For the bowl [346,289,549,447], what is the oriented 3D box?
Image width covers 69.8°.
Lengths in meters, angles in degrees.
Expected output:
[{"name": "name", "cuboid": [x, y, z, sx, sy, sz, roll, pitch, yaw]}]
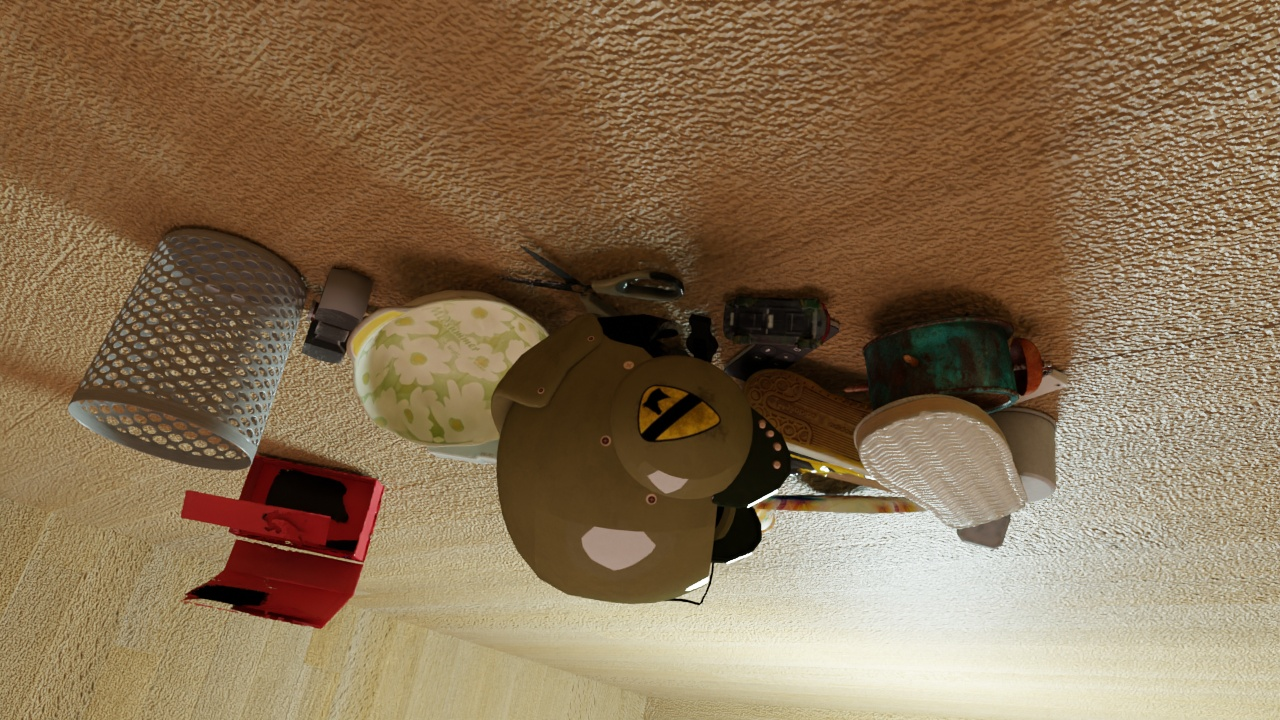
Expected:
[{"name": "bowl", "cuboid": [-0.176, -0.002, 0.875, 0.189, 0.060, 0.219, -41, 132, 20]}]

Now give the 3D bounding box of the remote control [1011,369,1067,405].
[{"name": "remote control", "cuboid": [0.321, 0.030, 0.848, 0.050, 0.011, 0.136, 22, 152, -21]}]

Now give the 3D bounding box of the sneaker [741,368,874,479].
[{"name": "sneaker", "cuboid": [0.195, 0.079, 0.900, 0.238, 0.086, 0.122, 17, 159, -7]}]

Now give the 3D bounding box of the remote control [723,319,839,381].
[{"name": "remote control", "cuboid": [0.127, -0.010, 0.849, 0.045, 0.008, 0.147, 19, 153, -15]}]

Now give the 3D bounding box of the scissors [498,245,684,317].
[{"name": "scissors", "cuboid": [-0.040, -0.058, 0.813, 0.170, 0.012, 0.157, 3, 152, 16]}]

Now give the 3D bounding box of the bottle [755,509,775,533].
[{"name": "bottle", "cuboid": [0.141, 0.189, 1.181, 0.063, 0.063, 0.109, -2, 151, 25]}]

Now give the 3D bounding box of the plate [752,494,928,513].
[{"name": "plate", "cuboid": [0.234, 0.168, 1.084, 0.187, 0.016, 0.186, -6, 170, 43]}]

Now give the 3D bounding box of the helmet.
[{"name": "helmet", "cuboid": [-0.006, 0.067, 0.750, 0.233, 0.255, 0.251, 5, 153, 3]}]

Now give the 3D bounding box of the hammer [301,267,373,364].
[{"name": "hammer", "cuboid": [-0.183, -0.001, 0.960, 0.322, 0.043, 0.156, 19, 153, -20]}]

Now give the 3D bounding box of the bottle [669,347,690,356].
[{"name": "bottle", "cuboid": [-0.005, 0.005, 0.888, 0.112, 0.046, 0.047, 9, 154, 5]}]

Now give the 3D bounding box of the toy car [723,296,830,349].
[{"name": "toy car", "cuboid": [0.114, -0.032, 0.771, 0.091, 0.042, 0.036, 3, -177, 29]}]

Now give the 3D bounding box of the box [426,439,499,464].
[{"name": "box", "cuboid": [-0.127, 0.075, 0.993, 0.198, 0.078, 0.122, 4, -171, 37]}]

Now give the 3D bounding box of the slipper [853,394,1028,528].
[{"name": "slipper", "cuboid": [0.255, 0.083, 0.775, 0.115, 0.052, 0.263, -25, 143, 25]}]

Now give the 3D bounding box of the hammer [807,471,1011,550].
[{"name": "hammer", "cuboid": [0.230, 0.121, 0.990, 0.323, 0.051, 0.117, 13, -161, 12]}]

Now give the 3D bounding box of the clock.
[{"name": "clock", "cuboid": [0.262, 0.006, 0.758, 0.157, 0.073, 0.121, 2, 162, -17]}]

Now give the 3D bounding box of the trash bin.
[{"name": "trash bin", "cuboid": [-0.412, -0.011, 0.862, 0.156, 0.183, 0.157, 9, 154, 4]}]

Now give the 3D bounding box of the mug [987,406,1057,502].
[{"name": "mug", "cuboid": [0.364, 0.100, 0.906, 0.084, 0.070, 0.113, 3, 151, 17]}]

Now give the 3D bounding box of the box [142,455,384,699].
[{"name": "box", "cuboid": [-0.548, 0.328, 1.392, 0.211, 0.377, 0.124, 11, 138, 1]}]
